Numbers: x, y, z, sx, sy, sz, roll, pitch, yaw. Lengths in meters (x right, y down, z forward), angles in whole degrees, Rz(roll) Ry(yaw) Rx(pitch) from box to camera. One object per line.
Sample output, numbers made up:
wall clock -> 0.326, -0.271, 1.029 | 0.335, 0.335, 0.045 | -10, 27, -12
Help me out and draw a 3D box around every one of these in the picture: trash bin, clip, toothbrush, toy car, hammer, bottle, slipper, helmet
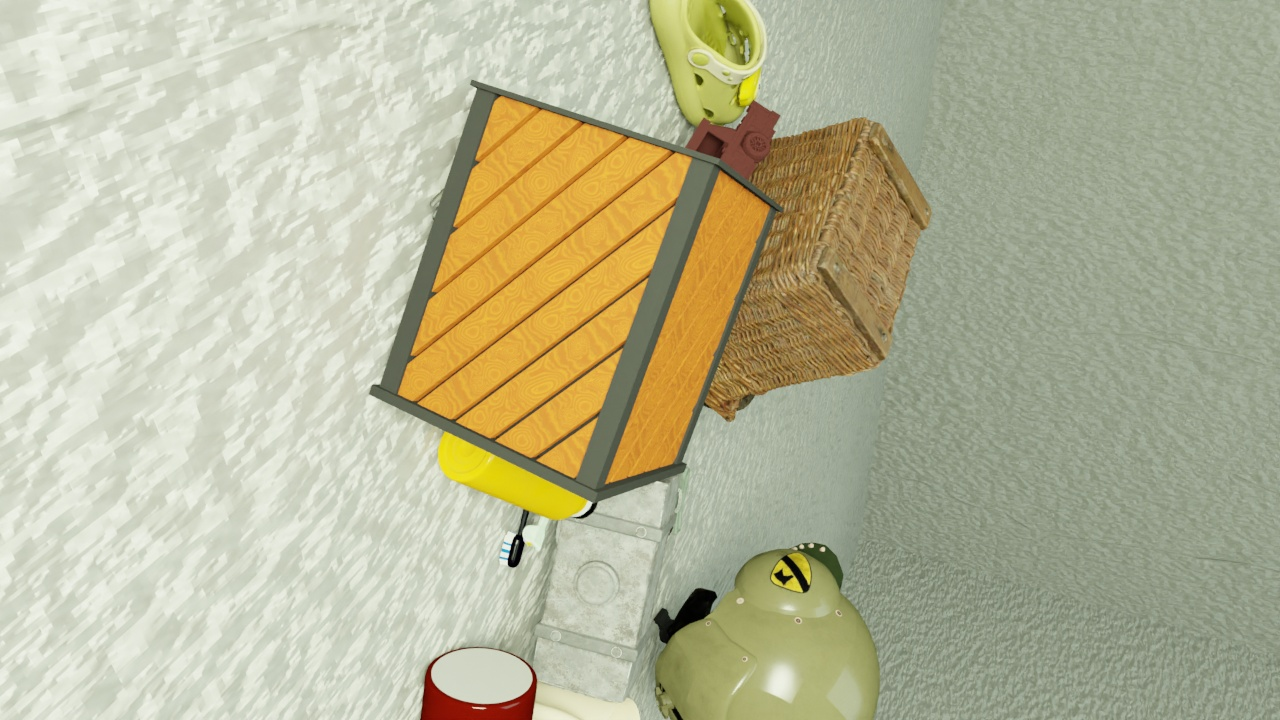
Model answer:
trash bin -> -0.029, -0.036, 0.516 | 0.139, 0.140, 0.172 | 1, 111, -69
clip -> 0.035, 0.149, 0.997 | 0.023, 0.044, 0.076 | -13, 114, -73
toothbrush -> -0.076, 0.070, 0.679 | 0.014, 0.014, 0.167 | 27, 76, -70
toy car -> 0.053, -0.145, 0.765 | 0.169, 0.062, 0.070 | -60, -176, -24
hammer -> -0.004, 0.165, 0.826 | 0.326, 0.079, 0.177 | 0, 102, -80
toothbrush -> -0.058, 0.075, 0.698 | 0.022, 0.015, 0.154 | 56, 39, -37
bottle -> -0.074, 0.077, 0.609 | 0.143, 0.043, 0.043 | 39, 66, -56
slipper -> 0.066, -0.265, 0.754 | 0.190, 0.082, 0.091 | 47, 56, -63
helmet -> 0.128, 0.331, 0.994 | 0.232, 0.256, 0.251 | -55, 149, -51

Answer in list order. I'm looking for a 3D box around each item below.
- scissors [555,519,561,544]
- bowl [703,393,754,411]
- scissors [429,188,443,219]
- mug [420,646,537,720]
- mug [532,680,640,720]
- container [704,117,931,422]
scissors -> -0.052, 0.105, 0.765 | 0.125, 0.011, 0.131 | -8, 109, -69
bowl -> 0.068, -0.007, 0.929 | 0.121, 0.056, 0.121 | 12, 74, -50
scissors -> -0.079, -0.098, 0.558 | 0.133, 0.019, 0.146 | -63, 161, -22
mug -> -0.111, 0.242, 0.625 | 0.105, 0.073, 0.082 | -115, -147, -76
mug -> -0.067, 0.293, 0.715 | 0.120, 0.100, 0.096 | 71, 35, -45
container -> 0.141, -0.092, 0.835 | 0.162, 0.184, 0.249 | 47, 54, -32
